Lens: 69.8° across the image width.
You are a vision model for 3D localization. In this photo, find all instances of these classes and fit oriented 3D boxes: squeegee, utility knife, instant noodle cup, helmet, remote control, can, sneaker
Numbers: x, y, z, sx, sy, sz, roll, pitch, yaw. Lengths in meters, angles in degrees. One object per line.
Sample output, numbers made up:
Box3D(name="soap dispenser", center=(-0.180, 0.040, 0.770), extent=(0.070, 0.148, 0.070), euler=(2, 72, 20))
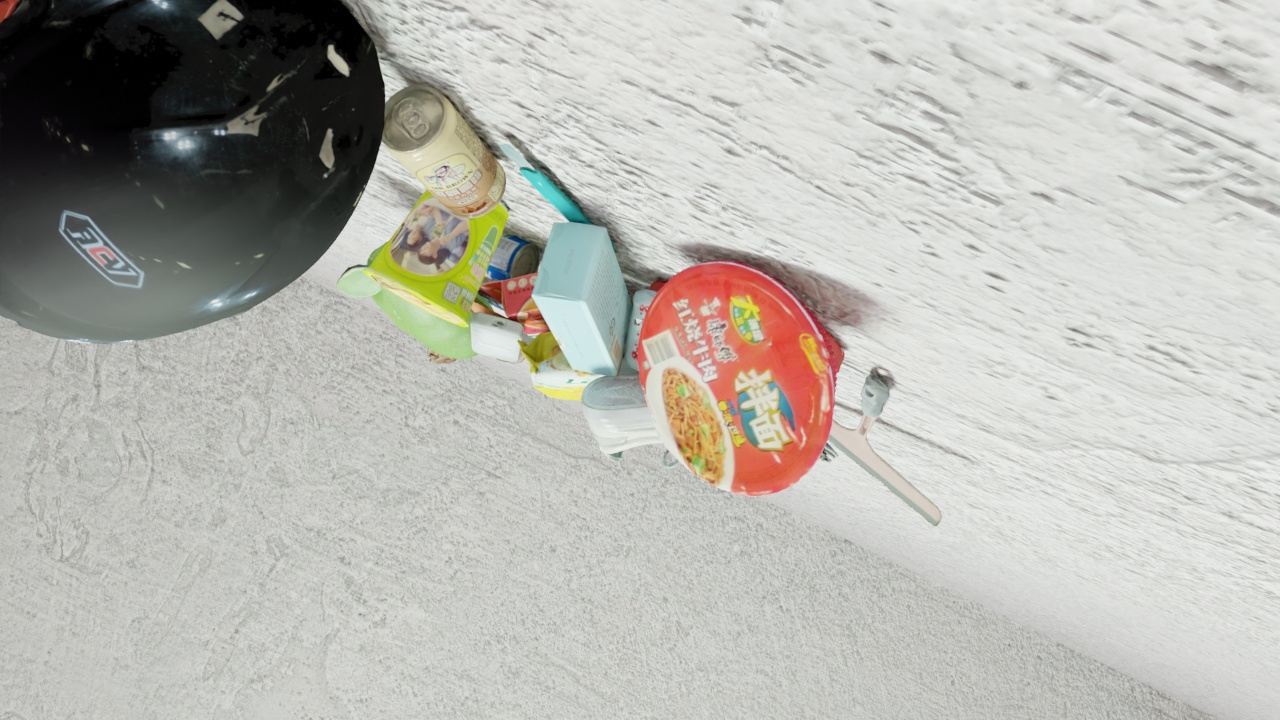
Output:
Box3D(name="squeegee", center=(0.234, 0.055, 0.943), extent=(0.247, 0.040, 0.250), euler=(41, 171, 19))
Box3D(name="utility knife", center=(-0.066, -0.134, 0.767), extent=(0.029, 0.013, 0.187), euler=(17, 170, 29))
Box3D(name="instant noodle cup", center=(-0.190, -0.112, 0.896), extent=(0.112, 0.123, 0.112), euler=(27, 172, 4))
Box3D(name="helmet", center=(-0.296, -0.140, 0.585), extent=(0.230, 0.274, 0.234), euler=(-5, 137, 18))
Box3D(name="remote control", center=(-0.158, -0.025, 1.007), extent=(0.056, 0.020, 0.136), euler=(14, 167, -6))
Box3D(name="can", center=(-0.151, -0.159, 0.713), extent=(0.058, 0.058, 0.116), euler=(23, 171, 20))
Box3D(name="instant noodle cup", center=(0.088, 0.010, 0.752), extent=(0.194, 0.194, 0.065), euler=(20, -154, 36))
Box3D(name="sneaker", center=(0.067, 0.053, 0.903), extent=(0.242, 0.089, 0.091), euler=(-9, 124, 9))
Box3D(name="can", center=(-0.181, -0.125, 1.020), extent=(0.135, 0.053, 0.053), euler=(23, 171, 22))

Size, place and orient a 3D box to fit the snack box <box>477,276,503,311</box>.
Box3D(name="snack box", center=(-0.136, -0.080, 1.154), extent=(0.207, 0.058, 0.057), euler=(27, 169, -7))

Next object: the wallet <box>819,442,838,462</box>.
Box3D(name="wallet", center=(0.199, 0.086, 1.240), extent=(0.129, 0.037, 0.106), euler=(31, -179, -24))

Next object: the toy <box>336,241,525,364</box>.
Box3D(name="toy", center=(-0.243, -0.061, 1.094), extent=(0.227, 0.089, 0.247), euler=(7, 156, 25))

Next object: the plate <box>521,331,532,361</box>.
Box3D(name="plate", center=(-0.080, -0.008, 1.259), extent=(0.205, 0.046, 0.204), euler=(27, -167, -7))

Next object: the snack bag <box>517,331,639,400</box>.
Box3D(name="snack bag", center=(-0.006, 0.006, 1.016), extent=(0.246, 0.068, 0.158), euler=(3, 167, -1))

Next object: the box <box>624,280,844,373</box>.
Box3D(name="box", center=(0.074, -0.005, 0.848), extent=(0.202, 0.098, 0.095), euler=(20, 169, 38))

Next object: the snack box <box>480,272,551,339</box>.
Box3D(name="snack box", center=(-0.094, -0.058, 0.996), extent=(0.127, 0.044, 0.113), euler=(-11, 164, 9))

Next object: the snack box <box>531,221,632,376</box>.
Box3D(name="snack box", center=(-0.049, -0.052, 0.848), extent=(0.052, 0.074, 0.175), euler=(8, 159, 12))
